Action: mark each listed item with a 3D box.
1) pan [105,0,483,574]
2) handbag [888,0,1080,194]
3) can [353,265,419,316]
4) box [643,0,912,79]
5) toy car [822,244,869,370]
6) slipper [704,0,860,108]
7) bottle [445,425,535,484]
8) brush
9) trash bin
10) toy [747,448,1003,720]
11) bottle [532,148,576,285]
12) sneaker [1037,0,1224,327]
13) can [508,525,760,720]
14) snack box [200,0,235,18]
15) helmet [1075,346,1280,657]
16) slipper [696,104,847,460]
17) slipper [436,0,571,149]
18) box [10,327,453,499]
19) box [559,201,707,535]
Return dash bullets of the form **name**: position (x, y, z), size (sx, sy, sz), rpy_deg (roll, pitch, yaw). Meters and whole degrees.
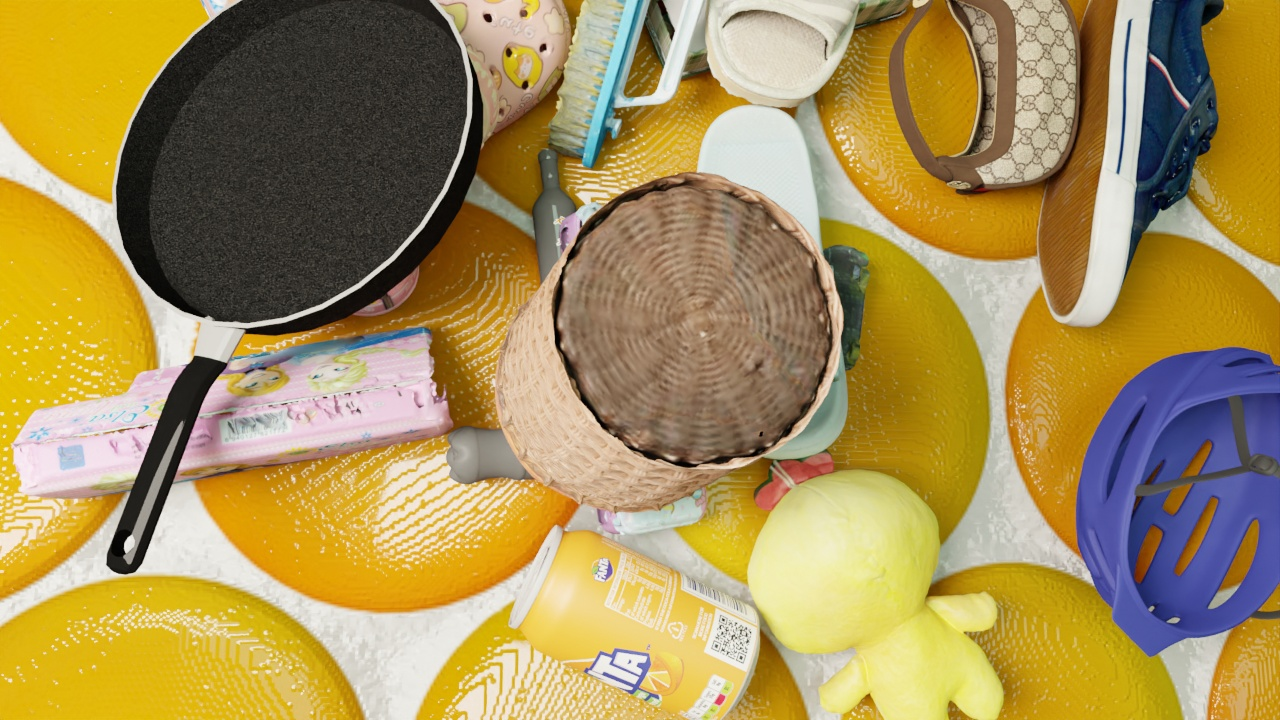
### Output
- **pan**: position (-0.210, -0.059, 0.504), size (0.225, 0.034, 0.355), rpy_deg (9, 75, 19)
- **handbag**: position (0.243, -0.205, 0.659), size (0.138, 0.063, 0.166), rpy_deg (0, 93, -22)
- **can**: position (-0.173, -0.066, 0.569), size (0.067, 0.076, 0.067), rpy_deg (2, 81, -10)
- **box**: position (0.095, -0.284, 0.665), size (0.205, 0.050, 0.117), rpy_deg (-22, 89, -12)
- **toy car**: position (0.136, -0.036, 0.647), size (0.039, 0.027, 0.089), rpy_deg (9, 84, -2)
- **slipper**: position (0.110, -0.304, 0.620), size (0.114, 0.054, 0.272), rpy_deg (16, 79, -15)
- **bottle**: position (-0.068, 0.058, 0.588), size (0.109, 0.036, 0.036), rpy_deg (-1, 82, -22)
- **brush**: position (-0.011, -0.193, 0.612), size (0.075, 0.055, 0.136), rpy_deg (19, 108, 0)
- **trash bin**: position (0.007, 0.005, 0.462), size (0.151, 0.210, 0.151), rpy_deg (1, 83, -11)
- **toy**: position (0.151, 0.153, 0.592), size (0.133, 0.092, 0.207), rpy_deg (-33, 92, -10)
- **bottle**: position (-0.056, -0.087, 0.617), size (0.030, 0.030, 0.113), rpy_deg (-6, 83, -11)
- **sneaker**: position (0.375, -0.152, 0.670), size (0.127, 0.121, 0.294), rpy_deg (17, 76, 5)
- **can**: position (-0.002, 0.163, 0.568), size (0.142, 0.079, 0.079), rpy_deg (27, 78, -6)
- **snack box**: position (-0.198, -0.227, 0.608), size (0.151, 0.034, 0.087), rpy_deg (-27, 88, -13)
- **helmet**: position (0.392, 0.085, 0.576), size (0.148, 0.228, 0.241), rpy_deg (43, 78, -12)
- **slipper**: position (0.077, -0.057, 0.605), size (0.104, 0.074, 0.245), rpy_deg (-4, 80, 11)
- **slipper**: position (-0.117, -0.167, 0.581), size (0.197, 0.081, 0.093), rpy_deg (-42, 127, -6)
- **box**: position (-0.232, 0.025, 0.543), size (0.230, 0.085, 0.077), rpy_deg (-9, 82, -11)
- **box**: position (-0.003, 0.003, 0.596), size (0.076, 0.036, 0.214), rpy_deg (-3, 83, -40)
